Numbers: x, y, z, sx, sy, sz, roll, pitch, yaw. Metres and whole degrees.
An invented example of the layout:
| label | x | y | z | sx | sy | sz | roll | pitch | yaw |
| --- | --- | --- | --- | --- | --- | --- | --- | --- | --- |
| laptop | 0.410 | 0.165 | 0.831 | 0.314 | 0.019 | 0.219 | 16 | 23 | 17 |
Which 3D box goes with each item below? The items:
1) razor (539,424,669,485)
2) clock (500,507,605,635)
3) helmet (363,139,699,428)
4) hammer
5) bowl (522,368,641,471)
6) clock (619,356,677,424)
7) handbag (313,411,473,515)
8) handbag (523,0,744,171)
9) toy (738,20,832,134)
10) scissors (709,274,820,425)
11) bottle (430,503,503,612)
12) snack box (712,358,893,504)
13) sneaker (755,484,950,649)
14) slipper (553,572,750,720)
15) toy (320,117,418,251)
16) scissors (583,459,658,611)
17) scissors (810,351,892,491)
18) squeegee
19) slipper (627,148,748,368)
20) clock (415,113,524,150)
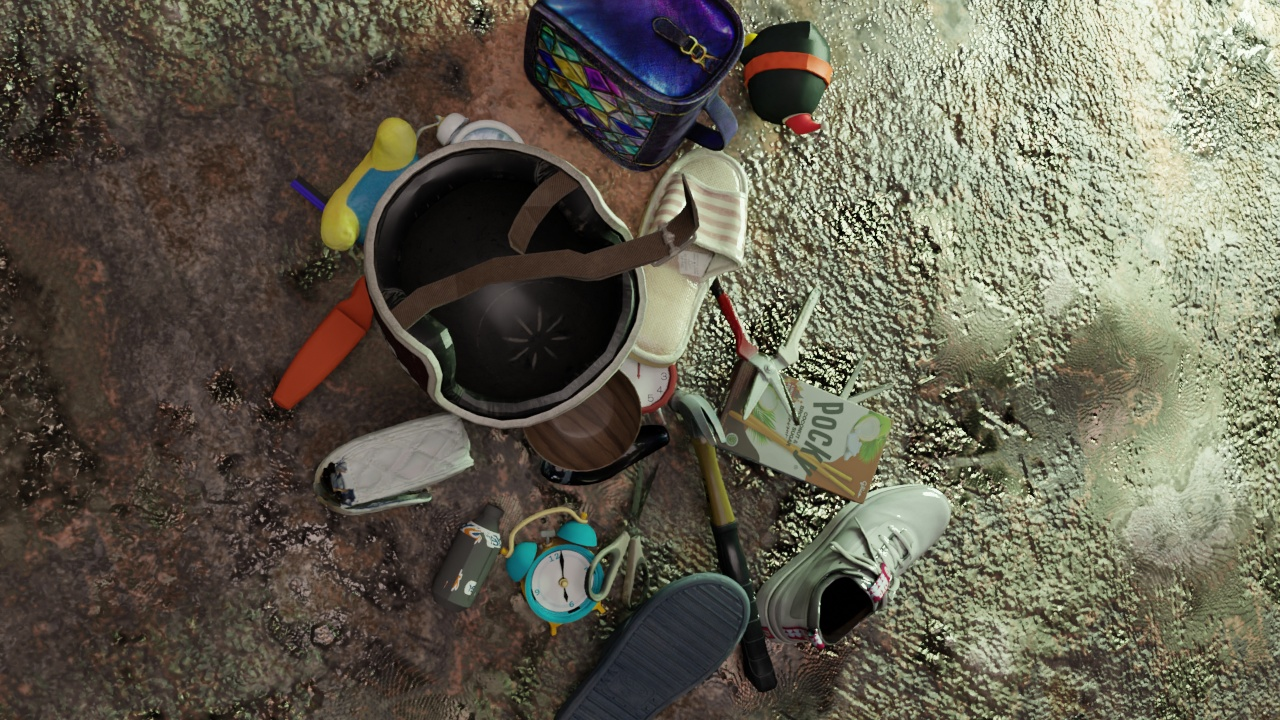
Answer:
| label | x | y | z | sx | sy | sz | roll | pitch | yaw |
| --- | --- | --- | --- | --- | --- | --- | --- | --- | --- |
| razor | -0.038 | 0.092 | 0.970 | 0.140 | 0.053 | 0.064 | -18 | 100 | -16 |
| clock | -0.087 | 0.218 | 0.961 | 0.099 | 0.044 | 0.129 | -22 | 101 | -14 |
| helmet | -0.104 | -0.066 | 0.760 | 0.233 | 0.254 | 0.234 | -42 | 68 | -9 |
| hammer | 0.094 | 0.196 | 0.981 | 0.025 | 0.118 | 0.333 | -16 | 98 | -12 |
| bowl | -0.059 | 0.050 | 0.920 | 0.119 | 0.032 | 0.119 | -1 | 105 | -4 |
| clock | -0.006 | 0.005 | 0.985 | 0.087 | 0.044 | 0.124 | 1 | 89 | -15 |
| handbag | -0.229 | 0.099 | 0.848 | 0.138 | 0.195 | 0.072 | -18 | 90 | -17 |
| handbag | 0.003 | -0.290 | 0.916 | 0.222 | 0.205 | 0.125 | 38 | 80 | -5 |
| toy | 0.160 | -0.306 | 1.006 | 0.097 | 0.100 | 0.119 | 7 | 85 | -17 |
| scissors | 0.147 | -0.027 | 1.016 | 0.179 | 0.015 | 0.199 | -26 | 76 | -26 |
| bottle | -0.173 | 0.199 | 0.936 | 0.047 | 0.047 | 0.112 | 27 | 83 | -12 |
| snack box | 0.178 | 0.079 | 1.026 | 0.186 | 0.032 | 0.101 | 22 | 84 | -7 |
| sneaker | 0.251 | 0.224 | 1.004 | 0.262 | 0.129 | 0.097 | -33 | 97 | -15 |
| slipper | 0.003 | 0.313 | 0.968 | 0.101 | 0.082 | 0.264 | 41 | 99 | -11 |
| toy | -0.196 | -0.121 | 0.897 | 0.214 | 0.084 | 0.149 | 34 | 102 | -26 |
| scissors | -0.015 | 0.189 | 0.975 | 0.153 | 0.013 | 0.163 | -22 | 108 | -44 |
| scissors | 0.226 | 0.070 | 1.059 | 0.141 | 0.014 | 0.165 | 0 | 89 | -11 |
| squeegee | -0.295 | -0.029 | 0.904 | 0.249 | 0.055 | 0.184 | 41 | 64 | -18 |
| slipper | 0.050 | -0.116 | 0.977 | 0.115 | 0.052 | 0.262 | 25 | 71 | -10 |
| clock | -0.172 | -0.205 | 0.945 | 0.125 | 0.052 | 0.089 | 12 | 87 | -11 |
